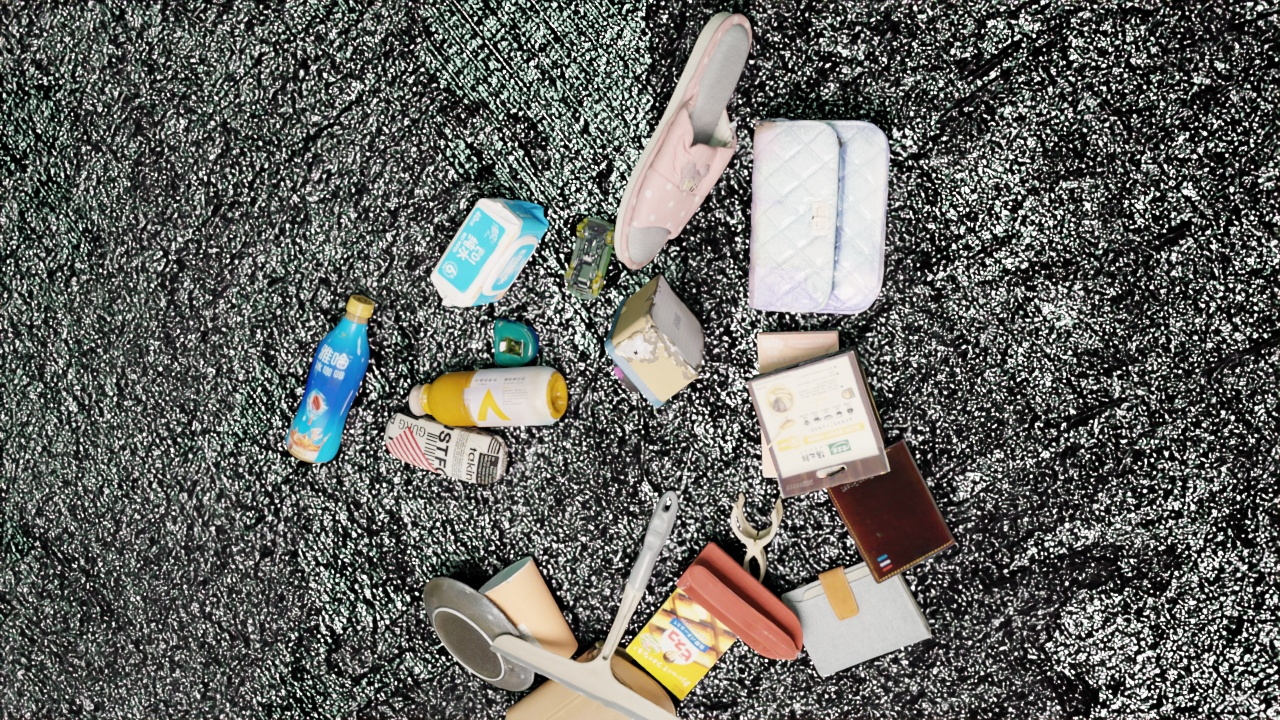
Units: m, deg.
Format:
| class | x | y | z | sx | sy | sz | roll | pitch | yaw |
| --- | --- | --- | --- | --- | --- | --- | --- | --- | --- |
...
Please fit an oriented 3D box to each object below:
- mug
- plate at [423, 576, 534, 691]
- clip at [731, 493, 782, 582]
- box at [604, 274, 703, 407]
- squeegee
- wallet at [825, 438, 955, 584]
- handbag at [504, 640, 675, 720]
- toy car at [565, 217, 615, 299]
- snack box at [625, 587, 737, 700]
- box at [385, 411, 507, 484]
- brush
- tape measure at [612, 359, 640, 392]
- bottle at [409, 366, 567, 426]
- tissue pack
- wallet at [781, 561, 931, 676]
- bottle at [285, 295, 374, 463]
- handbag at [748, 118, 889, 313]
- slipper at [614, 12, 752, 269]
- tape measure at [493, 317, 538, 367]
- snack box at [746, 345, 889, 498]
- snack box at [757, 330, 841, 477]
| class | x | y | z | sx | sy | sz | roll | pitch | yaw |
| --- | --- | --- | --- | --- | --- | --- | --- | --- | --- |
| mug | -0.132 | 0.309 | 1.104 | 0.078 | 0.078 | 0.123 | -32 | 92 | 21 |
| plate | -0.204 | 0.339 | 1.116 | 0.179 | 0.024 | 0.180 | 21 | 130 | 27 |
| clip | 0.117 | 0.192 | 1.019 | 0.092 | 0.034 | 0.103 | 28 | 114 | 9 |
| box | 0.018 | -0.027 | 0.946 | 0.060 | 0.184 | 0.090 | -37 | 101 | 14 |
| squeegee | -0.010 | 0.265 | 1.046 | 0.246 | 0.039 | 0.246 | 21 | 82 | 13 |
| wallet | 0.259 | 0.157 | 0.956 | 0.096 | 0.020 | 0.122 | -27 | 88 | -2 |
| handbag | -0.059 | 0.433 | 1.089 | 0.205 | 0.099 | 0.147 | -41 | 77 | 20 |
| toy car | -0.054 | -0.114 | 1.025 | 0.043 | 0.036 | 0.091 | 20 | 106 | 16 |
| snack box | 0.058 | 0.312 | 1.059 | 0.087 | 0.033 | 0.141 | 40 | 111 | 10 |
| box | -0.240 | 0.106 | 1.117 | 0.164 | 0.057 | 0.071 | 10 | 119 | 17 |
| brush | 0.112 | 0.265 | 0.983 | 0.146 | 0.069 | 0.063 | 39 | 97 | 10 |
| tape measure | -0.006 | 0.006 | 1.017 | 0.039 | 0.057 | 0.057 | -24 | 68 | 22 |
| bottle | -0.182 | 0.044 | 1.078 | 0.190 | 0.068 | 0.068 | -3 | 98 | 20 |
| tissue pack | -0.168 | -0.120 | 1.035 | 0.063 | 0.089 | 0.140 | 40 | 108 | 9 |
| wallet | 0.230 | 0.274 | 0.990 | 0.130 | 0.037 | 0.106 | -28 | 90 | 21 |
| bottle | -0.381 | 0.022 | 1.147 | 0.065 | 0.065 | 0.219 | 29 | 106 | 13 |
| handbag | 0.177 | -0.145 | 0.919 | 0.134 | 0.075 | 0.194 | 3 | 99 | 19 |
| slipper | 0.053 | -0.216 | 0.934 | 0.054 | 0.114 | 0.274 | 29 | 101 | 25 |
| tape measure | -0.148 | -0.020 | 1.079 | 0.054 | 0.025 | 0.058 | 7 | 102 | 19 |
| snack box | 0.182 | 0.062 | 0.934 | 0.113 | 0.053 | 0.125 | -17 | 94 | 20 |
| snack box | 0.170 | 0.047 | 0.978 | 0.084 | 0.026 | 0.157 | 0 | 99 | 19 |
